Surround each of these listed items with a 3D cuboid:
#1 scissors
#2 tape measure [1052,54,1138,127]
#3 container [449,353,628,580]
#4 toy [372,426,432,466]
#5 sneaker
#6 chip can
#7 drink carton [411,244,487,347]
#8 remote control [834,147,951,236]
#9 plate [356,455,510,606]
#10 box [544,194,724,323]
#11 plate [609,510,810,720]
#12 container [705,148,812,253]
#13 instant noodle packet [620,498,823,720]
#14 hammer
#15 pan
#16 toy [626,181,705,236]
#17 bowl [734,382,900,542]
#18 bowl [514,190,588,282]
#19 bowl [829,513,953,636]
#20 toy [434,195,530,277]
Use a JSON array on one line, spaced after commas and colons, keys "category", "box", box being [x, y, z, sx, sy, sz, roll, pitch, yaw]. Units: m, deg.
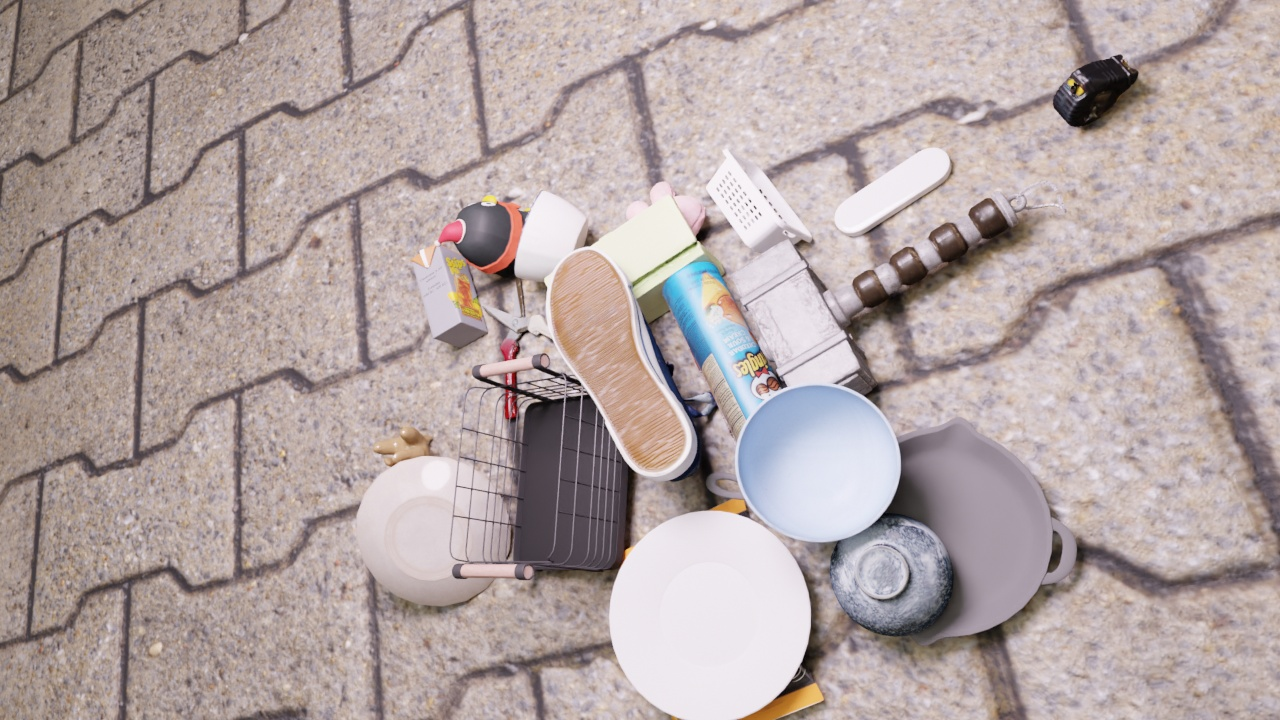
[{"category": "scissors", "box": [-0.137, -0.023, 1.180, 0.180, 0.015, 0.198, -8, 71, 28]}, {"category": "tape measure", "box": [0.442, -0.260, 0.902, 0.067, 0.063, 0.038, -17, 61, -18]}, {"category": "container", "box": [-0.117, 0.129, 1.040, 0.163, 0.130, 0.241, -9, 70, 36]}, {"category": "toy", "box": [-0.286, 0.143, 1.170, 0.134, 0.105, 0.108, -27, 74, 23]}, {"category": "sneaker", "box": [-0.006, 0.006, 1.019, 0.121, 0.127, 0.294, -30, 67, 8]}, {"category": "chip can", "box": [0.098, 0.001, 1.007, 0.080, 0.079, 0.229, -33, 61, 16]}, {"category": "drink carton", "box": [-0.257, -0.087, 1.233, 0.049, 0.076, 0.124, -28, 68, 19]}, {"category": "remote control", "box": [0.275, -0.183, 1.002, 0.137, 0.013, 0.043, -33, 62, 17]}, {"category": "plate", "box": [-0.252, 0.210, 1.105, 0.189, 0.027, 0.189, 0, 98, 1]}, {"category": "box", "box": [-0.008, -0.092, 1.074, 0.188, 0.130, 0.064, -31, 19, 16]}, {"category": "plate", "box": [0.069, 0.258, 0.936, 0.209, 0.015, 0.208, -7, 68, 16]}, {"category": "container", "box": [0.130, -0.173, 1.044, 0.050, 0.080, 0.129, -44, 59, 23]}, {"category": "instant noodle packet", "box": [0.075, 0.274, 0.961, 0.160, 0.032, 0.220, -29, 63, 16]}, {"category": "hammer", "box": [0.266, -0.092, 0.941, 0.327, 0.079, 0.176, -32, 62, 16]}, {"category": "pan", "box": [0.232, 0.154, 0.904, 0.355, 0.024, 0.216, 9, 80, 25]}, {"category": "toy", "box": [0.024, -0.170, 1.119, 0.108, 0.053, 0.105, -39, 45, 15]}, {"category": "bowl", "box": [0.170, 0.100, 0.883, 0.151, 0.075, 0.150, -3, 78, 13]}, {"category": "bowl", "box": [-0.109, -0.149, 1.151, 0.066, 0.116, 0.116, 18, 83, 2]}, {"category": "bowl", "box": [0.227, 0.195, 0.847, 0.114, 0.060, 0.114, -7, 72, 22]}, {"category": "toy", "box": [-0.197, -0.164, 1.197, 0.098, 0.119, 0.099, 4, 83, 33]}]
